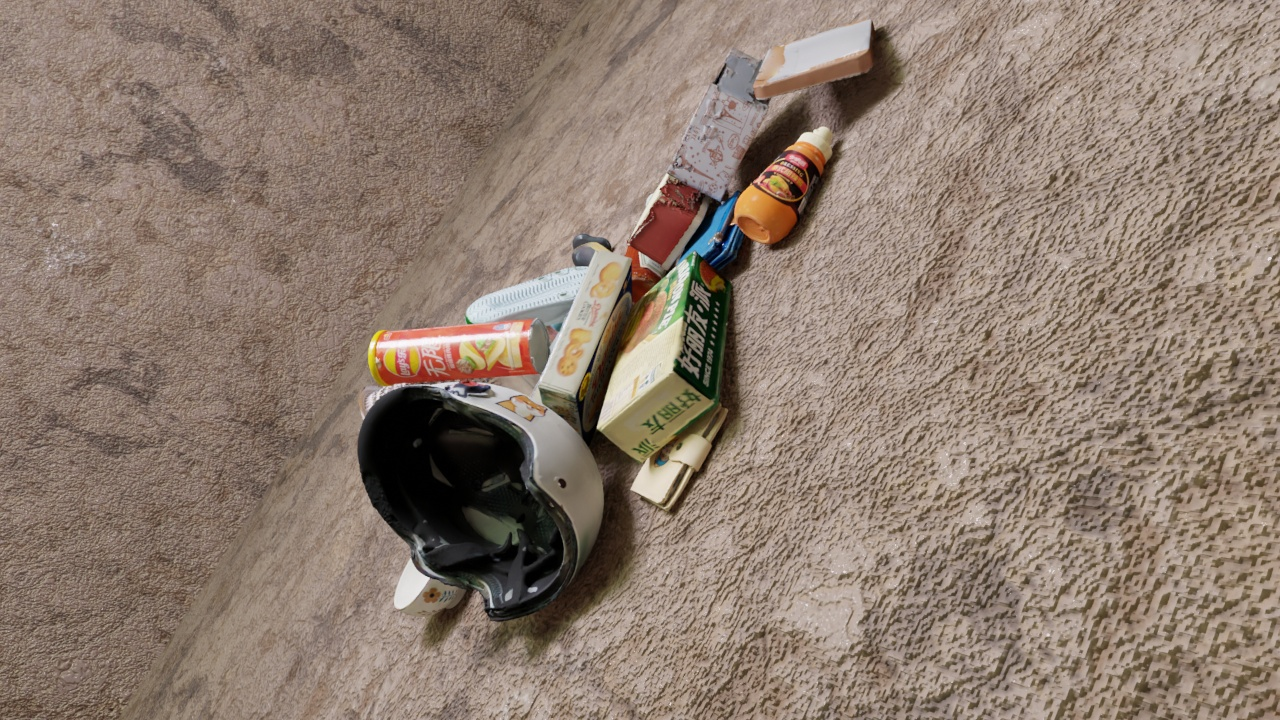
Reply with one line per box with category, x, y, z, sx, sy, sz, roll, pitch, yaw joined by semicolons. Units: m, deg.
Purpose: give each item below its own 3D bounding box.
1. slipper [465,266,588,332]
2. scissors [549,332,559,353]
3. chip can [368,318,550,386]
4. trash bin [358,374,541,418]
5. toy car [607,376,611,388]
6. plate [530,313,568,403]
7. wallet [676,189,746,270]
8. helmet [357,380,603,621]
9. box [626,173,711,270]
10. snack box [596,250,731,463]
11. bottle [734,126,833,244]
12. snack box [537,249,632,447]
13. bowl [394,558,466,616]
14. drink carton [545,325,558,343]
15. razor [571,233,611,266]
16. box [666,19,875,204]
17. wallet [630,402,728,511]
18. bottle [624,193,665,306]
slipper;-0.118;-0.066;1.236;0.244;0.074;0.104;-19;31;-31
scissors;-0.102;-0.050;1.364;0.136;0.014;0.174;2;83;35
chip can;-0.223;-0.010;1.135;0.217;0.073;0.073;-5;42;13
trash bin;-0.232;0.067;1.246;0.192;0.227;0.227;-39;24;4
toy car;-0.006;0.006;1.083;0.042;0.035;0.090;-14;43;56
plate;-0.099;0.036;1.151;0.164;0.034;0.164;95;-165;-63
wallet;0.087;-0.141;1.095;0.107;0.040;0.132;-35;22;41
helmet;-0.147;0.123;0.962;0.156;0.274;0.230;-25;-44;-52
box;0.036;-0.195;1.163;0.092;0.079;0.168;-54;8;30
snack box;0.030;-0.011;0.963;0.115;0.063;0.239;-41;19;29
bottle;0.164;-0.198;1.003;0.149;0.067;0.067;-53;22;-14
snack box;-0.057;-0.003;1.052;0.183;0.046;0.177;90;-161;-64
bowl;-0.254;0.276;1.159;0.114;0.062;0.113;-43;24;24
drink carton;-0.128;-0.076;1.420;0.122;0.045;0.053;-51;28;11
razor;-0.057;-0.153;1.393;0.067;0.062;0.167;-26;25;-12
box;0.151;-0.321;1.100;0.274;0.126;0.178;-34;18;32
wallet;0.038;0.088;0.897;0.115;0.024;0.087;-57;24;-9
bottle;0.011;-0.157;1.243;0.060;0.059;0.205;-37;28;37
